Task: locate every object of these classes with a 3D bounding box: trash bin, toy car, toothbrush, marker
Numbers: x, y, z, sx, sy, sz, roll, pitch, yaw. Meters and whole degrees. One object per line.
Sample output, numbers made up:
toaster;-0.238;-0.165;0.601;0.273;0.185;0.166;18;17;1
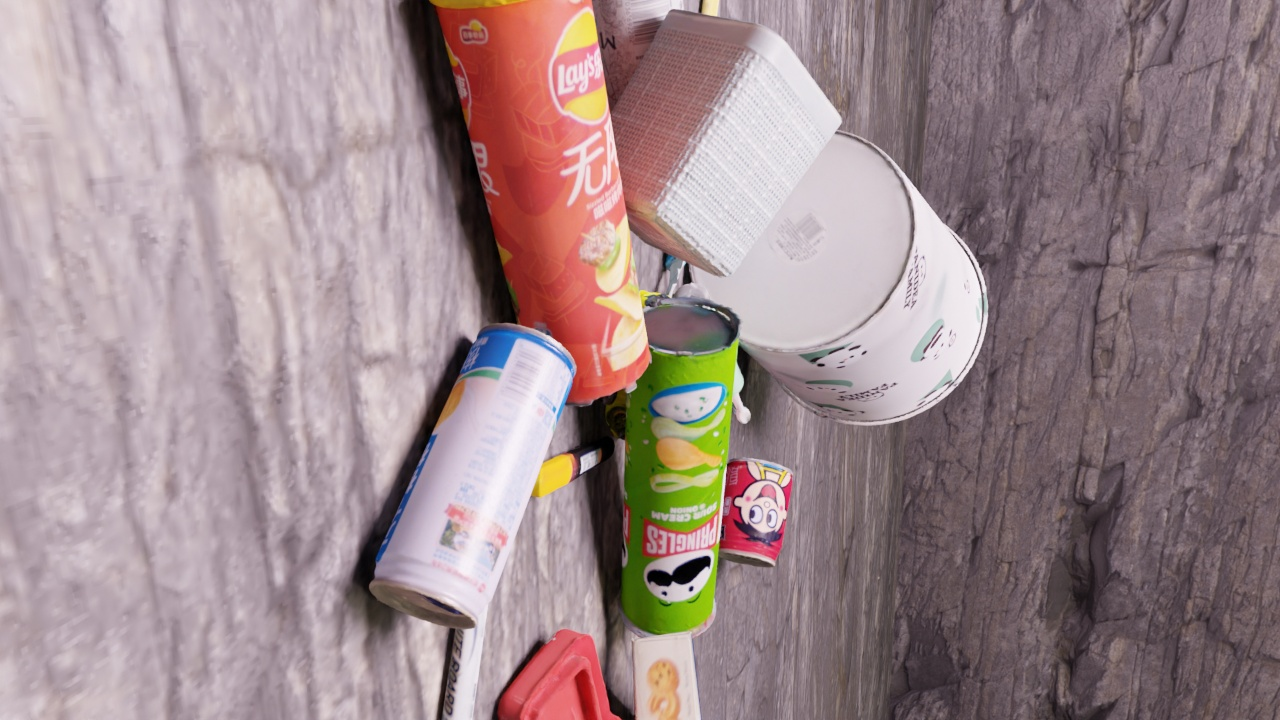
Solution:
trash bin;0.173;-0.070;0.815;0.251;0.230;0.229;22;74;-61
toy car;-0.004;0.004;0.623;0.048;0.032;0.105;-22;127;-59
toothbrush;0.064;0.005;0.722;0.026;0.027;0.224;-39;149;-4
marker;-0.089;0.153;0.464;0.017;0.017;0.145;21;76;-68
marker;-0.041;0.064;0.567;0.123;0.015;0.018;-15;110;-70

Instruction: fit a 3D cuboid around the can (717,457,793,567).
can;0.109;0.148;0.891;0.066;0.067;0.093;49;50;-61

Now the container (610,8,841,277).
container;0.035;-0.117;0.511;0.090;0.090;0.111;33;89;-46

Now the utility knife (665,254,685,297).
utility knife;0.035;-0.095;0.706;0.018;0.034;0.233;29;62;-19

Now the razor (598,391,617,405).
razor;-0.024;-0.041;0.576;0.042;0.022;0.143;-139;-132;-72

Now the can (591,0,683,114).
can;0.002;-0.168;0.561;0.058;0.058;0.147;-57;146;-50

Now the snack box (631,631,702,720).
snack box;0.024;0.306;0.625;0.183;0.046;0.177;85;0;-50

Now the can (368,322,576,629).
can;-0.075;0.051;0.424;0.053;0.053;0.134;65;36;-51

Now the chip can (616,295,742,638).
chip can;0.023;0.077;0.607;0.072;0.072;0.236;-51;149;-54

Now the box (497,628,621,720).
box;-0.021;0.273;0.546;0.109;0.100;0.202;-42;135;-45

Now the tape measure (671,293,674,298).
tape measure;0.030;-0.021;0.704;0.060;0.029;0.057;-68;155;-20

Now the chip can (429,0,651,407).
chip can;-0.043;-0.082;0.452;0.073;0.073;0.217;-59;148;-48

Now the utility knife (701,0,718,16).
utility knife;0.059;-0.321;0.735;0.031;0.021;0.201;21;71;-74
